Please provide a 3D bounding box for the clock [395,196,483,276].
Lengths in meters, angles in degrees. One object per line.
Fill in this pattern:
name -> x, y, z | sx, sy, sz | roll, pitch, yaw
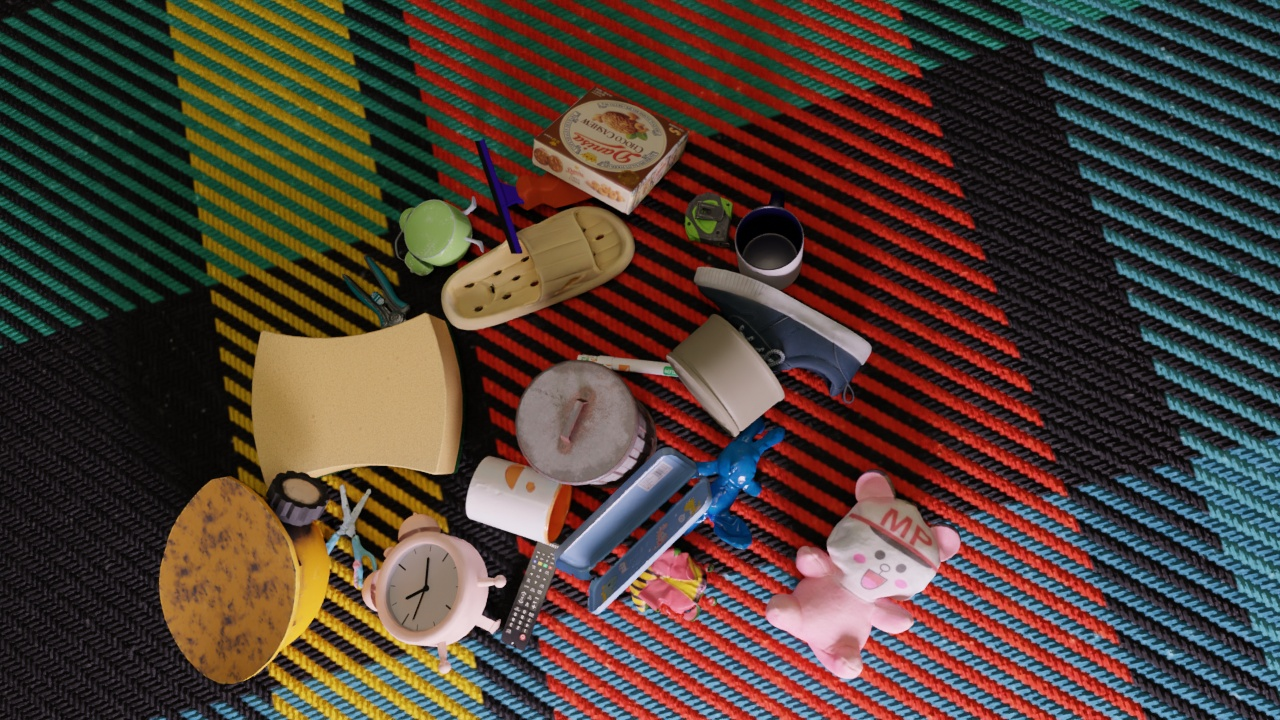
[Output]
clock -> -0.269, -0.163, 1.192 | 0.119, 0.042, 0.094 | -19, 73, 20

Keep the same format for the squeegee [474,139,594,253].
squeegee -> -0.097, -0.225, 1.171 | 0.184, 0.055, 0.249 | -16, 48, -7

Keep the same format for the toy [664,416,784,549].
toy -> 0.110, 0.145, 1.073 | 0.113, 0.071, 0.176 | 33, 86, 24

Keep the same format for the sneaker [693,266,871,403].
sneaker -> 0.159, -0.032, 1.090 | 0.235, 0.089, 0.087 | 29, 90, 8

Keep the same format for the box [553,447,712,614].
box -> -0.008, 0.199, 1.044 | 0.211, 0.072, 0.078 | -45, 33, 18

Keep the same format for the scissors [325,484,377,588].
scissors -> -0.383, 0.227, 1.163 | 0.120, 0.015, 0.138 | -16, 74, 8

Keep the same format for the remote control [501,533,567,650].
remote control -> -0.128, 0.277, 1.110 | 0.033, 0.015, 0.146 | 20, 83, 12

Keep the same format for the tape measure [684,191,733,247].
tape measure -> 0.085, -0.178, 1.150 | 0.059, 0.036, 0.065 | 5, 81, 10

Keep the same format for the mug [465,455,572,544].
mug -> -0.144, 0.166, 1.099 | 0.105, 0.082, 0.082 | 15, 82, 12

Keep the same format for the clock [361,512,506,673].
clock -> -0.247, 0.275, 1.106 | 0.160, 0.086, 0.131 | 31, 85, 22

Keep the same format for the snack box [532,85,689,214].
snack box -> -0.037, -0.266, 1.149 | 0.143, 0.041, 0.146 | 30, 54, 12

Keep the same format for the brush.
brush -> -0.350, 0.053, 1.147 | 0.250, 0.075, 0.195 | -6, 83, 8

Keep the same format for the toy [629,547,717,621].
toy -> 0.035, 0.262, 1.076 | 0.103, 0.046, 0.084 | -7, 92, 12

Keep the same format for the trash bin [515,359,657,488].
trash bin -> -0.055, 0.079, 1.035 | 0.131, 0.211, 0.130 | -2, 79, 8

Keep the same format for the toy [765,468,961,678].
toy -> 0.247, 0.238, 1.025 | 0.142, 0.084, 0.213 | 37, 89, 11

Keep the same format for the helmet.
helmet -> -0.448, 0.248, 1.099 | 0.205, 0.131, 0.256 | 39, 111, 18

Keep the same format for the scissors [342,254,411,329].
scissors -> -0.340, -0.074, 1.207 | 0.150, 0.019, 0.131 | 3, 83, 8

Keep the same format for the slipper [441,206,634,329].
slipper -> -0.138, -0.123, 1.155 | 0.261, 0.079, 0.111 | -24, 74, 4

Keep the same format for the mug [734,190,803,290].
mug -> 0.158, -0.148, 1.102 | 0.079, 0.097, 0.111 | 9, 81, 10

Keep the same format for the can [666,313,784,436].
can -> 0.097, 0.018, 1.063 | 0.073, 0.128, 0.128 | -40, 76, -4

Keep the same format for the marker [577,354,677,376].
marker -> -0.007, 0.007, 1.140 | 0.145, 0.017, 0.017 | 6, 81, 10
